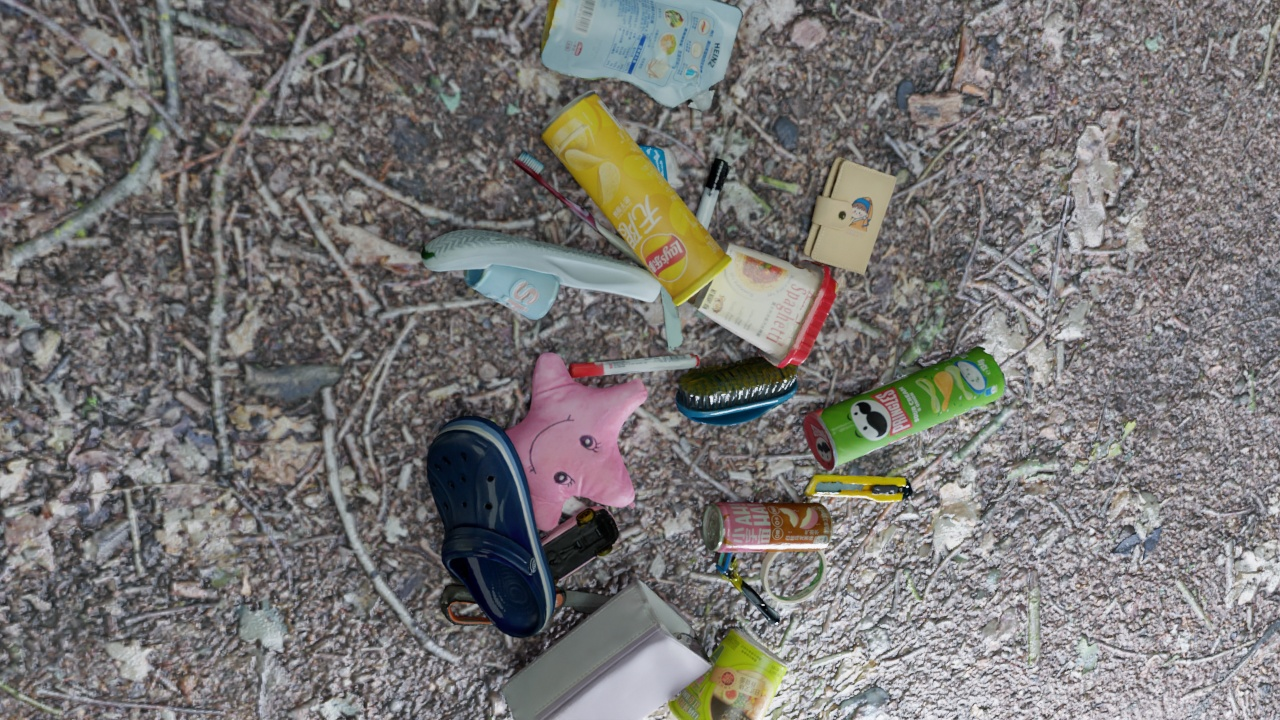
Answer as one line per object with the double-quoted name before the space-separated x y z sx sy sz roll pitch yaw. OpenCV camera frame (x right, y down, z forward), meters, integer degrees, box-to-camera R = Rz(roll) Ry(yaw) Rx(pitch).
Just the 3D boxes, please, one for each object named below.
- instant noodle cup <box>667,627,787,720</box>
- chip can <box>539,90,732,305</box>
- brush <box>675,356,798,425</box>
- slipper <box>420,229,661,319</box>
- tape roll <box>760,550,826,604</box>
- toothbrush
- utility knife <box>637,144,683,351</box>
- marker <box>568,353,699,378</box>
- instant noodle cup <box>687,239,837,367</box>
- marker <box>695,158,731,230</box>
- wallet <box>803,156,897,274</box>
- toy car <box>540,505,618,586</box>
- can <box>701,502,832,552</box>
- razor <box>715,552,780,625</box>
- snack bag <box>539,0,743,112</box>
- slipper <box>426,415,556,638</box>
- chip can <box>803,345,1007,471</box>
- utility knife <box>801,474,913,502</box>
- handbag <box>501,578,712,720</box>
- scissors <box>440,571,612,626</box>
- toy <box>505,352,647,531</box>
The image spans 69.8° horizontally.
"instant noodle cup" 0.111 0.393 1.099 0.111 0.112 0.123 36 84 -23
"chip can" -0.004 -0.156 0.886 0.072 0.072 0.213 -39 95 -4
"brush" 0.107 0.038 1.023 0.143 0.055 0.074 -12 130 -15
"slipper" -0.096 -0.078 0.899 0.245 0.104 0.074 8 101 -27
"tape roll" 0.188 0.259 1.130 0.085 0.014 0.086 -5 107 -17
"toothbrush" -0.051 -0.148 0.935 0.187 0.016 0.017 37 81 -20
"utility knife" 0.022 -0.116 0.970 0.034 0.018 0.225 -7 109 5
"marker" -0.006 0.006 0.995 0.145 0.017 0.017 -5 106 -17
"instant noodle cup" 0.125 -0.067 0.972 0.124 0.116 0.116 23 97 -11
"marker" 0.068 -0.149 0.975 0.022 0.018 0.131 12 101 -30
"wallet" 0.232 -0.161 1.022 0.087 0.024 0.115 14 102 -20
"toy car" -0.081 0.207 1.015 0.122 0.037 0.056 -31 105 -10
"can" 0.149 0.195 1.076 0.147 0.058 0.058 3 104 -19
"razor" 0.129 0.276 1.113 0.143 0.022 0.042 51 42 -26
"snack bag" 0.002 -0.316 0.897 0.190 0.039 0.110 10 96 -22
"slipper" -0.161 0.180 0.927 0.105 0.095 0.253 -7 111 22
"chip can" 0.311 0.054 1.082 0.235 0.072 0.072 -21 110 -12
"utility knife" 0.269 0.158 1.127 0.156 0.015 0.033 4 101 -19
"handbag" -0.035 0.352 1.031 0.197 0.098 0.145 -37 132 2
"scissors" -0.106 0.252 1.029 0.234 0.022 0.152 -9 107 -15
"toy" -0.067 0.089 0.962 0.178 0.074 0.195 40 97 -7
